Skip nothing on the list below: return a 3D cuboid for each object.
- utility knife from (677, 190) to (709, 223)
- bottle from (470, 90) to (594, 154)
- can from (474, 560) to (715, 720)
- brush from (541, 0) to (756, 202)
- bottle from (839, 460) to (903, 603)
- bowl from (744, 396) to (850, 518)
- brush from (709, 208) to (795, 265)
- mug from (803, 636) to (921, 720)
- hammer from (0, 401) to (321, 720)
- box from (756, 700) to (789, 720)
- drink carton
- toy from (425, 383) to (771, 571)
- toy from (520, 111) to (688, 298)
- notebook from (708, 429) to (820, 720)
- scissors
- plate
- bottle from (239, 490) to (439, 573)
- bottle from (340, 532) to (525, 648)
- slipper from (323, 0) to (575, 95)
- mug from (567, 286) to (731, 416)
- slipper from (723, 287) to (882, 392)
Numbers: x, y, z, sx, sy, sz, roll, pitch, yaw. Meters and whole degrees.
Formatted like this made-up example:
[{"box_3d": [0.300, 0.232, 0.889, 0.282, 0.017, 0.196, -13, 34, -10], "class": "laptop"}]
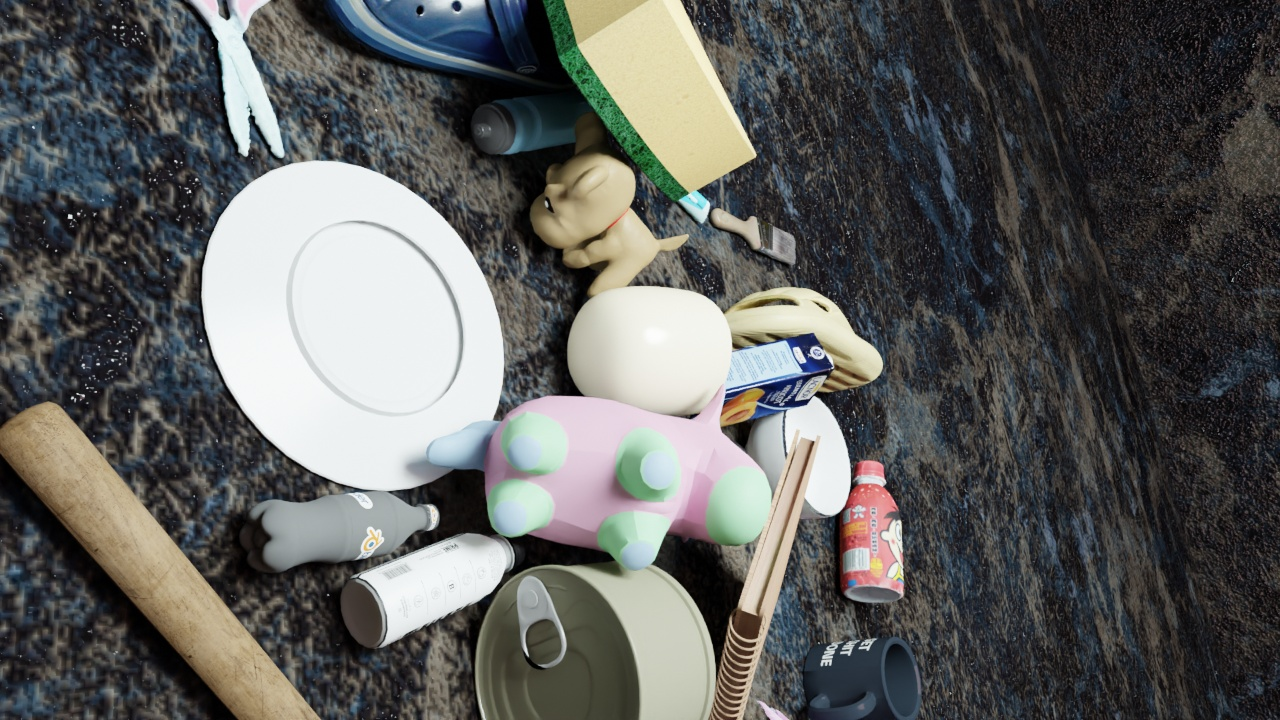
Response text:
[{"box_3d": [0.021, -0.170, 0.848, 0.124, 0.015, 0.022, 35, 79, -36], "class": "utility knife"}, {"box_3d": [-0.082, -0.183, 0.704, 0.129, 0.040, 0.040, -29, 98, -52], "class": "bottle"}, {"box_3d": [-0.027, 0.182, 0.538, 0.073, 0.128, 0.127, 8, 68, -51], "class": "can"}, {"box_3d": [-0.013, -0.264, 0.694, 0.195, 0.075, 0.250, 37, 29, -60], "class": "brush"}, {"box_3d": [0.230, 0.168, 0.919, 0.062, 0.062, 0.137, 33, 51, -38], "class": "bottle"}, {"box_3d": [0.136, 0.091, 0.834, 0.113, 0.063, 0.113, 25, 55, -43], "class": "bowl"}, {"box_3d": [0.120, -0.132, 0.955, 0.151, 0.012, 0.039, 14, 64, -48], "class": "brush"}, {"box_3d": [0.186, 0.287, 0.797, 0.104, 0.078, 0.071, -14, 86, -53], "class": "mug"}, {"box_3d": [-0.184, 0.154, 0.435, 0.322, 0.040, 0.129, 58, 35, -15], "class": "hammer"}, {"box_3d": [0.137, 0.370, 0.741, 0.086, 0.105, 0.230, -43, 115, -4], "class": "box"}, {"box_3d": [0.090, 0.020, 0.760, 0.129, 0.064, 0.040, -12, 61, -23], "class": "drink carton"}, {"box_3d": [-0.018, 0.069, 0.591, 0.171, 0.222, 0.120, -104, -153, -82], "class": "toy"}, {"box_3d": [-0.032, -0.109, 0.689, 0.108, 0.106, 0.134, 58, 16, -31], "class": "toy"}, {"box_3d": [0.086, 0.178, 0.662, 0.168, 0.022, 0.211, -60, 161, -44], "class": "notebook"}, {"box_3d": [-0.233, -0.200, 0.548, 0.105, 0.016, 0.179, -29, 97, -53], "class": "scissors"}, {"box_3d": [-0.159, -0.026, 0.559, 0.208, 0.015, 0.208, 25, 56, -43], "class": "plate"}, {"box_3d": [-0.156, 0.090, 0.493, 0.109, 0.036, 0.036, 3, 72, -51], "class": "bottle"}, {"box_3d": [-0.113, 0.125, 0.528, 0.115, 0.041, 0.041, -14, 85, -53], "class": "bottle"}, {"box_3d": [-0.115, -0.263, 0.659, 0.252, 0.095, 0.105, 0, 77, -55], "class": "slipper"}, {"box_3d": [-0.004, 0.004, 0.682, 0.099, 0.096, 0.120, 1, 113, -39], "class": "mug"}, {"box_3d": [0.150, -0.029, 0.867, 0.261, 0.112, 0.079, 19, 62, -50], "class": "slipper"}]
